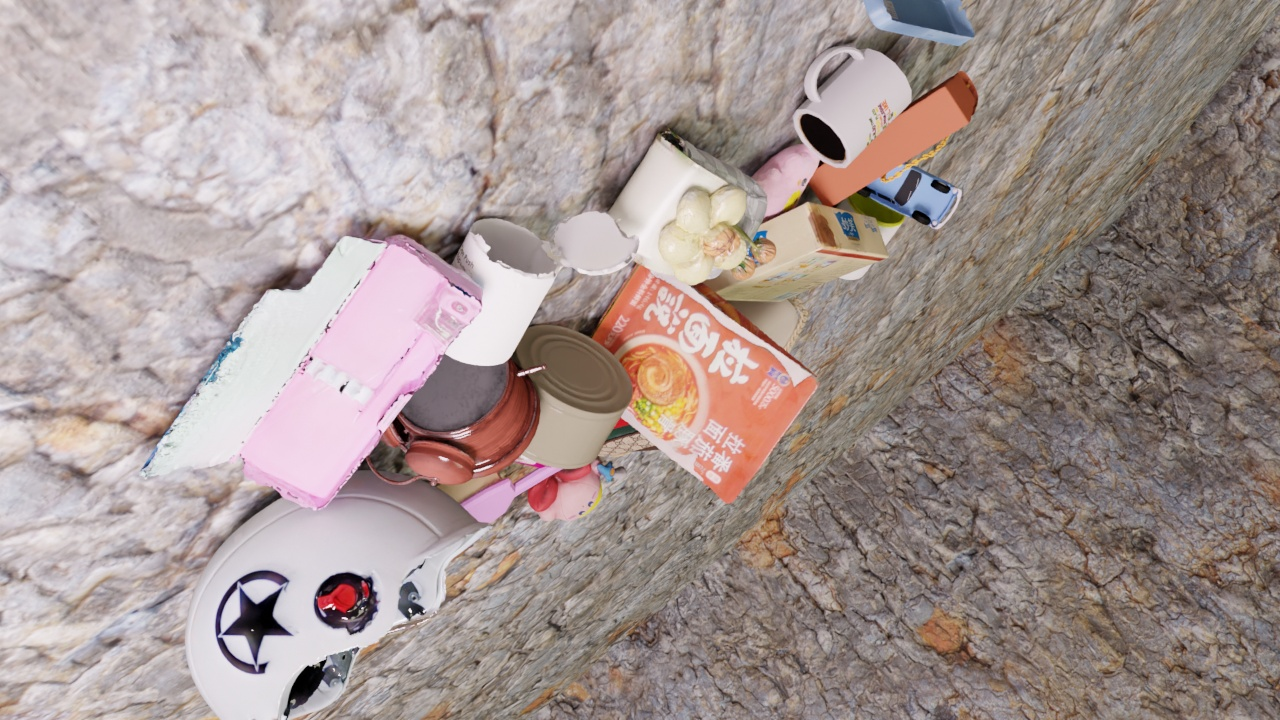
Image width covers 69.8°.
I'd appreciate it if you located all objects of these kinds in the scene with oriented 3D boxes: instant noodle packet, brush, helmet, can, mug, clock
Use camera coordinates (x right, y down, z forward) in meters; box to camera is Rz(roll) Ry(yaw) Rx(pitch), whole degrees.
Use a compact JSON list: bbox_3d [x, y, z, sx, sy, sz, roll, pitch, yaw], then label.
[{"bbox_3d":[0.057,0.019,0.951,0.164,0.221,0.083,-56,158,15],"label":"instant noodle packet"},{"bbox_3d":[-0.167,0.148,1.077,0.228,0.043,0.089,-30,157,-30],"label":"brush"},{"bbox_3d":[-0.270,0.188,0.796,0.264,0.163,0.237,-43,175,-5],"label":"helmet"},{"bbox_3d":[-0.078,0.033,0.887,0.127,0.128,0.073,-15,145,-52],"label":"can"},{"bbox_3d":[0.200,-0.257,0.896,0.089,0.073,0.105,-45,127,-7],"label":"mug"},{"bbox_3d":[-0.160,0.043,0.772,0.157,0.120,0.072,-45,153,-17],"label":"clock"},{"bbox_3d":[0.287,-0.171,1.210,0.082,0.082,0.106,-27,156,-36],"label":"mug"}]

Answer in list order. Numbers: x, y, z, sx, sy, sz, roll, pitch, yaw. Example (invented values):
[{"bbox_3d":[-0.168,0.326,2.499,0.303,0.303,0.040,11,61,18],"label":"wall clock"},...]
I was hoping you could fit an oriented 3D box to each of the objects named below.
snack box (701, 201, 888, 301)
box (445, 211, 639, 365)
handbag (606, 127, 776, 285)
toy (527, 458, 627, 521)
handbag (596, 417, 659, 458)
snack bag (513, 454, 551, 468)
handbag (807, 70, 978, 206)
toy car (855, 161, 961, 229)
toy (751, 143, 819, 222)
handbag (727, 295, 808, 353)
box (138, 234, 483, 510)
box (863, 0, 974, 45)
[{"bbox_3d":[0.174,-0.119,1.051,0.154,0.055,0.207,-22,170,33],"label":"snack box"},{"bbox_3d":[-0.086,-0.063,0.733,0.143,0.083,0.137,4,132,-40],"label":"box"},{"bbox_3d":[0.058,-0.123,0.826,0.171,0.123,0.113,6,123,-57],"label":"handbag"},{"bbox_3d":[-0.088,0.168,1.244,0.124,0.097,0.131,-46,142,-6],"label":"toy"},{"bbox_3d":[0.008,0.093,1.173,0.167,0.063,0.138,-17,152,21],"label":"handbag"},{"bbox_3d":[-0.153,0.088,0.961,0.196,0.070,0.016,57,45,-70],"label":"snack bag"},{"bbox_3d":[0.276,-0.234,0.990,0.172,0.060,0.108,-30,-168,37],"label":"handbag"},{"bbox_3d":[0.309,-0.212,1.106,0.054,0.153,0.056,-90,-155,-63],"label":"toy car"},{"bbox_3d":[0.143,-0.183,0.964,0.093,0.050,0.103,-25,153,-42],"label":"toy"},{"bbox_3d":[0.124,0.006,1.241,0.210,0.103,0.209,-35,155,-23],"label":"handbag"},{"bbox_3d":[-0.235,0.005,0.657,0.158,0.066,0.231,22,116,-46],"label":"box"},{"bbox_3d":[0.256,-0.354,0.839,0.209,0.049,0.120,-17,114,-49],"label":"box"}]
